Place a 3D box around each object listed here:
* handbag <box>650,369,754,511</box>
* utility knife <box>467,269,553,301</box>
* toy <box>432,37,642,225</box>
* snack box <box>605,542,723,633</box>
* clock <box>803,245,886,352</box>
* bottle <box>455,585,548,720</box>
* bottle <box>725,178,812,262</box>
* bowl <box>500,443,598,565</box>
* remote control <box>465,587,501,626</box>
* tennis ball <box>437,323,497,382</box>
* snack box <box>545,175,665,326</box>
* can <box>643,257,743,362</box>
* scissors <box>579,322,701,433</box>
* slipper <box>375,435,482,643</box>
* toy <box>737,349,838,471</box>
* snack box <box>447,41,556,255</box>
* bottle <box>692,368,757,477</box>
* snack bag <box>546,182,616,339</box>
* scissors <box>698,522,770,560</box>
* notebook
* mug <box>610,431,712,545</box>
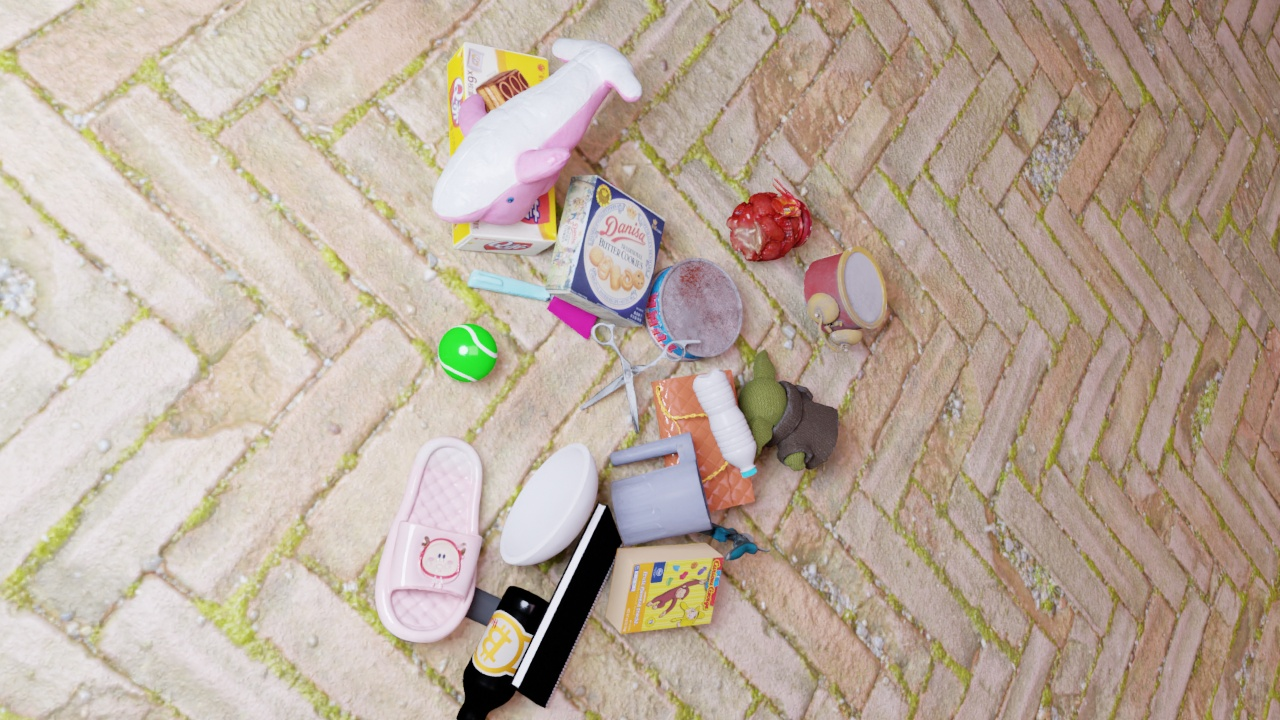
[{"bbox_3d":[0.078,0.104,1.165,0.108,0.060,0.172,-8,86,-28],"label":"handbag"},{"bbox_3d":[-0.127,-0.082,1.096,0.165,0.015,0.022,11,81,-31],"label":"utility knife"},{"bbox_3d":[-0.112,-0.233,1.000,0.265,0.187,0.128,-46,146,-6],"label":"toy"},{"bbox_3d":[0.029,0.270,1.097,0.125,0.040,0.088,3,104,-30],"label":"snack box"},{"bbox_3d":[0.278,-0.082,1.298,0.117,0.081,0.158,43,53,-30],"label":"clock"},{"bbox_3d":[-0.157,0.335,0.978,0.059,0.059,0.181,30,83,-23],"label":"bottle"},{"bbox_3d":[0.176,-0.187,1.248,0.111,0.099,0.099,-15,89,-36],"label":"bottle"},{"bbox_3d":[-0.090,0.164,0.999,0.043,0.150,0.149,38,65,-22],"label":"bowl"},{"bbox_3d":[-0.194,0.259,1.000,0.146,0.015,0.033,32,67,-23],"label":"remote control"},{"bbox_3d":[-0.191,-0.008,1.016,0.065,0.065,0.065,6,79,-30],"label":"tennis ball"},{"bbox_3d":[-0.039,-0.129,1.101,0.144,0.043,0.145,23,77,-51],"label":"snack box"},{"bbox_3d":[0.068,-0.065,1.193,0.129,0.044,0.130,6,79,-30],"label":"can"},{"bbox_3d":[-0.004,0.008,1.128,0.175,0.014,0.141,-31,94,-11],"label":"scissors"},{"bbox_3d":[-0.211,0.185,0.967,0.106,0.056,0.221,22,60,-30],"label":"slipper"},{"bbox_3d":[0.196,0.081,1.223,0.152,0.078,0.178,30,44,-19],"label":"toy"},{"bbox_3d":[-0.162,-0.244,1.075,0.110,0.062,0.230,1,81,-31],"label":"snack box"},{"bbox_3d":[0.108,0.078,1.124,0.044,0.044,0.136,-25,93,-31],"label":"bottle"},{"bbox_3d":[-0.051,-0.126,1.143,0.070,0.016,0.196,39,63,-31],"label":"snack bag"},{"bbox_3d":[0.113,0.226,1.139,0.155,0.124,0.019,25,98,-19],"label":"scissors"},{"bbox_3d":[-0.076,0.271,1.006,0.016,0.149,0.206,20,67,15],"label":"notebook"},{"bbox_3d":[0.022,0.152,1.089,0.104,0.084,0.123,-14,60,5],"label":"mug"}]
